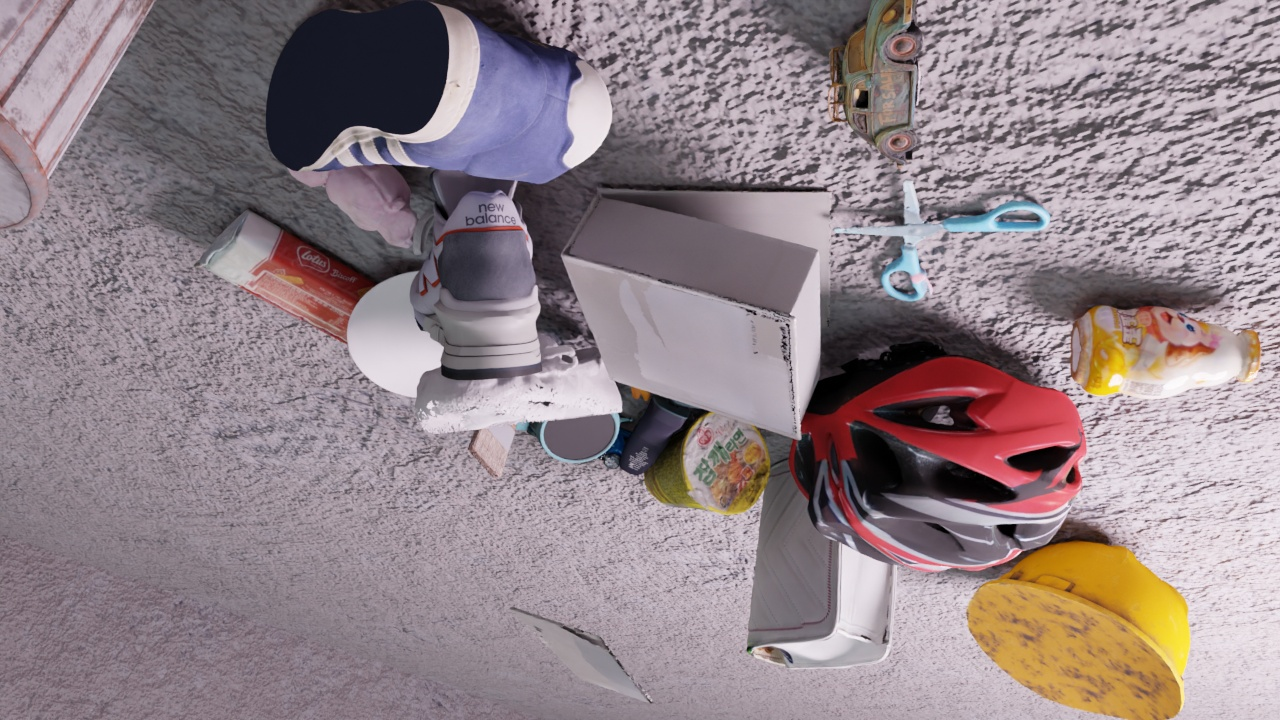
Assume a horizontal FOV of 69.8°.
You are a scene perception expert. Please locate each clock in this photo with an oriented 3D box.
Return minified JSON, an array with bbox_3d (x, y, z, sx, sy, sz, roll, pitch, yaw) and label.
[{"bbox_3d":[-0.071,0.044,0.849,0.124,0.053,0.090,31,110,-30],"label":"clock"}]

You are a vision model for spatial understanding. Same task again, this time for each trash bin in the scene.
[{"bbox_3d":[-0.306,-0.169,0.424,0.131,0.210,0.131,9,151,5],"label":"trash bin"}]

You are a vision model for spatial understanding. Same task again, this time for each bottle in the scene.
[{"bbox_3d":[0.353,-0.005,0.621,0.109,0.063,0.063,2,150,16],"label":"bottle"}]

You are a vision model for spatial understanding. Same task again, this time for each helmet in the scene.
[{"bbox_3d":[0.484,0.269,0.983,0.205,0.131,0.256,42,158,8],"label":"helmet"},{"bbox_3d":[0.242,0.088,0.754,0.271,0.166,0.218,16,157,-34],"label":"helmet"}]

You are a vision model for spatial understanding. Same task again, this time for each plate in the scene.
[{"bbox_3d":[-0.182,-0.023,0.789,0.134,0.011,0.135,-7,129,-9],"label":"plate"}]

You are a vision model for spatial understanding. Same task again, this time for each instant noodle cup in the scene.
[{"bbox_3d":[0.057,0.106,0.904,0.102,0.102,0.108,24,157,-21],"label":"instant noodle cup"}]

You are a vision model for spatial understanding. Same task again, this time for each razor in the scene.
[{"bbox_3d":[0.013,0.065,0.859,0.047,0.052,0.143,25,134,-5],"label":"razor"}]

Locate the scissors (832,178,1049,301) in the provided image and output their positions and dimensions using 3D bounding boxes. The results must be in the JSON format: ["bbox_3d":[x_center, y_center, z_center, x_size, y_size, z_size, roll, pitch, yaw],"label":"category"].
[{"bbox_3d":[0.197,-0.077,0.603,0.135,0.015,0.135,-4,155,20],"label":"scissors"}]

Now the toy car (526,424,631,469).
[{"bbox_3d":[-0.057,0.076,0.928,0.120,0.043,0.056,18,-178,-16],"label":"toy car"}]

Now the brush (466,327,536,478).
[{"bbox_3d":[-0.109,0.027,0.766,0.008,0.142,0.045,-5,139,25],"label":"brush"}]

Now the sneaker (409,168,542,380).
[{"bbox_3d":[-0.109,-0.074,0.624,0.088,0.124,0.240,-4,-162,-17],"label":"sneaker"}]

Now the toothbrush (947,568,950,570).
[{"bbox_3d":[0.313,0.204,1.051,0.167,0.014,0.014,37,176,-33],"label":"toothbrush"}]

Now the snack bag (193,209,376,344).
[{"bbox_3d":[-0.260,-0.049,0.798,0.225,0.041,0.078,34,143,-32],"label":"snack bag"}]

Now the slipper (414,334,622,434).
[{"bbox_3d":[-0.082,0.018,0.697,0.112,0.074,0.246,-25,172,21],"label":"slipper"}]

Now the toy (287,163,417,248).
[{"bbox_3d":[-0.197,-0.124,0.635,0.110,0.047,0.064,34,157,-4],"label":"toy"}]

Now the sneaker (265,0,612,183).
[{"bbox_3d":[-0.118,-0.150,0.536,0.118,0.091,0.233,0,-176,-41],"label":"sneaker"}]

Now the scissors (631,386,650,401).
[{"bbox_3d":[0.003,0.006,0.824,0.070,0.013,0.130,6,150,14],"label":"scissors"}]

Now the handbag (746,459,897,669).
[{"bbox_3d":[0.176,0.197,0.906,0.096,0.198,0.142,26,149,-26],"label":"handbag"}]

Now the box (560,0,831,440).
[{"bbox_3d":[0.072,-0.157,0.722,0.172,0.402,0.169,4,151,14],"label":"box"}]

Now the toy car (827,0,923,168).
[{"bbox_3d":[0.120,-0.147,0.472,0.047,0.047,0.112,-1,148,13],"label":"toy car"}]
